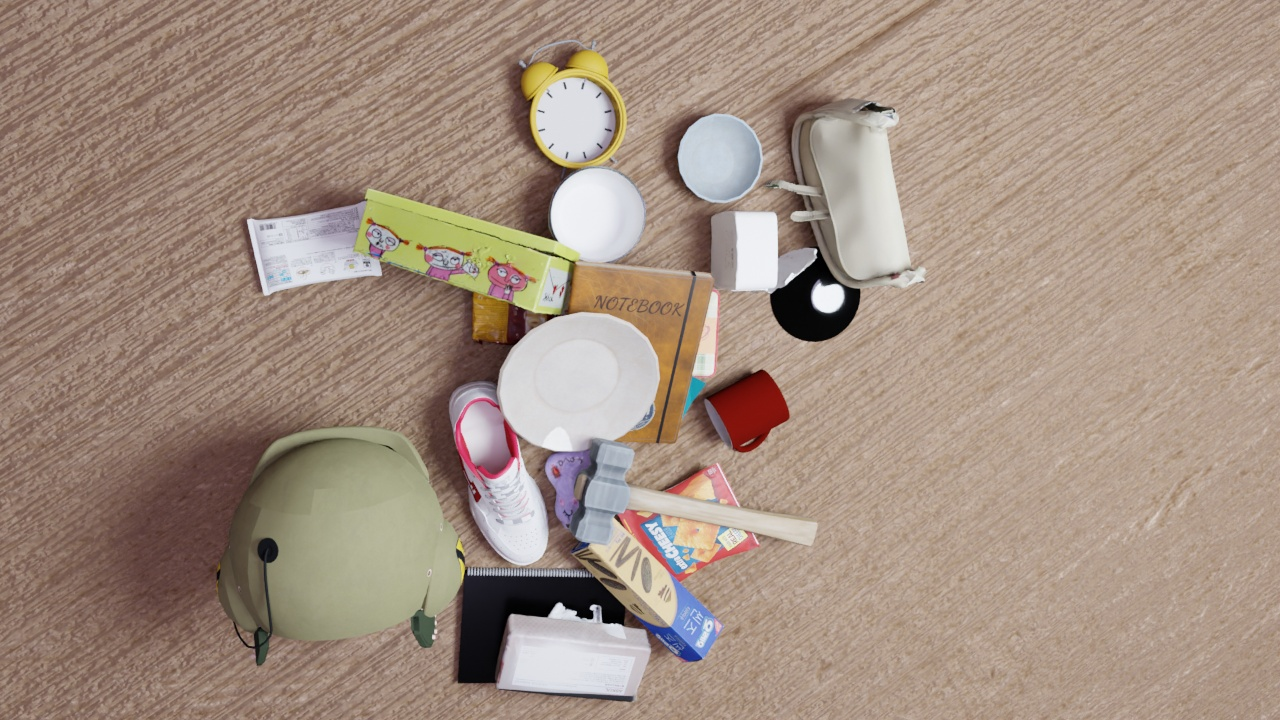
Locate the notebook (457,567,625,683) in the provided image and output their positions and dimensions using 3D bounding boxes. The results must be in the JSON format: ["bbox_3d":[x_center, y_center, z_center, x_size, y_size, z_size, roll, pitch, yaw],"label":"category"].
[{"bbox_3d":[-0.124,0.338,1.170,0.206,0.016,0.149,3,97,-11],"label":"notebook"}]

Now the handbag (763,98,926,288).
[{"bbox_3d":[0.243,-0.193,1.088,0.132,0.184,0.229,-15,98,-10],"label":"handbag"}]

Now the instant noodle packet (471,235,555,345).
[{"bbox_3d":[-0.150,-0.083,1.094,0.098,0.039,0.135,4,96,8],"label":"instant noodle packet"}]

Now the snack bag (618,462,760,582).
[{"bbox_3d":[0.062,0.215,1.177,0.144,0.039,0.131,-26,102,3],"label":"snack bag"}]

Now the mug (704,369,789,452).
[{"bbox_3d":[0.139,0.073,1.166,0.082,0.073,0.106,-27,129,-7],"label":"mug"}]

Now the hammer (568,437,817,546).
[{"bbox_3d":[0.074,0.184,1.127,0.322,0.051,0.117,14,93,-20],"label":"hammer"}]

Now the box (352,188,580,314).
[{"bbox_3d":[-0.190,-0.121,1.018,0.221,0.124,0.082,20,95,10],"label":"box"}]

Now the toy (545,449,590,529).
[{"bbox_3d":[-0.075,0.157,1.145,0.080,0.036,0.100,-18,99,0],"label":"toy"}]

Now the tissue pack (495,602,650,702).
[{"bbox_3d":[-0.084,0.363,1.146,0.181,0.071,0.104,10,112,-10],"label":"tissue pack"}]

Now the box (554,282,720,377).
[{"bbox_3d":[-0.006,-0.038,1.132,0.205,0.050,0.118,2,97,-12],"label":"box"}]

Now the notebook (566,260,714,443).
[{"bbox_3d":[-0.008,0.004,1.096,0.178,0.014,0.250,4,120,-13],"label":"notebook"}]

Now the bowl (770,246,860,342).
[{"bbox_3d":[0.233,-0.083,1.168,0.124,0.052,0.124,-1,97,-11],"label":"bowl"}]

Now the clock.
[{"bbox_3d":[-0.080,-0.299,1.087,0.113,0.052,0.152,-18,104,-8],"label":"clock"}]

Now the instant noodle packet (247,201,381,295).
[{"bbox_3d":[-0.376,-0.130,1.061,0.134,0.026,0.087,-11,98,-9],"label":"instant noodle packet"}]

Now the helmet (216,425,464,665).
[{"bbox_3d":[-0.317,0.187,0.981,0.250,0.255,0.233,-3,100,-12],"label":"helmet"}]

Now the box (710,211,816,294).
[{"bbox_3d":[0.160,-0.132,1.122,0.130,0.110,0.103,-3,97,-10],"label":"box"}]

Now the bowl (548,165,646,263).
[{"bbox_3d":[-0.055,-0.172,1.097,0.116,0.066,0.116,-1,97,-11],"label":"bowl"}]

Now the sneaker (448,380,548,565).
[{"bbox_3d":[-0.167,0.144,1.093,0.090,0.104,0.236,-15,99,-9],"label":"sneaker"}]

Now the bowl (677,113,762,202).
[{"bbox_3d":[0.094,-0.247,1.130,0.106,0.039,0.106,-1,97,-11],"label":"bowl"}]

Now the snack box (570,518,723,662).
[{"bbox_3d":[0.010,0.287,1.146,0.207,0.057,0.056,45,53,-5],"label":"snack box"}]

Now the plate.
[{"bbox_3d":[-0.072,0.022,1.063,0.188,0.027,0.189,-7,123,-12],"label":"plate"}]
